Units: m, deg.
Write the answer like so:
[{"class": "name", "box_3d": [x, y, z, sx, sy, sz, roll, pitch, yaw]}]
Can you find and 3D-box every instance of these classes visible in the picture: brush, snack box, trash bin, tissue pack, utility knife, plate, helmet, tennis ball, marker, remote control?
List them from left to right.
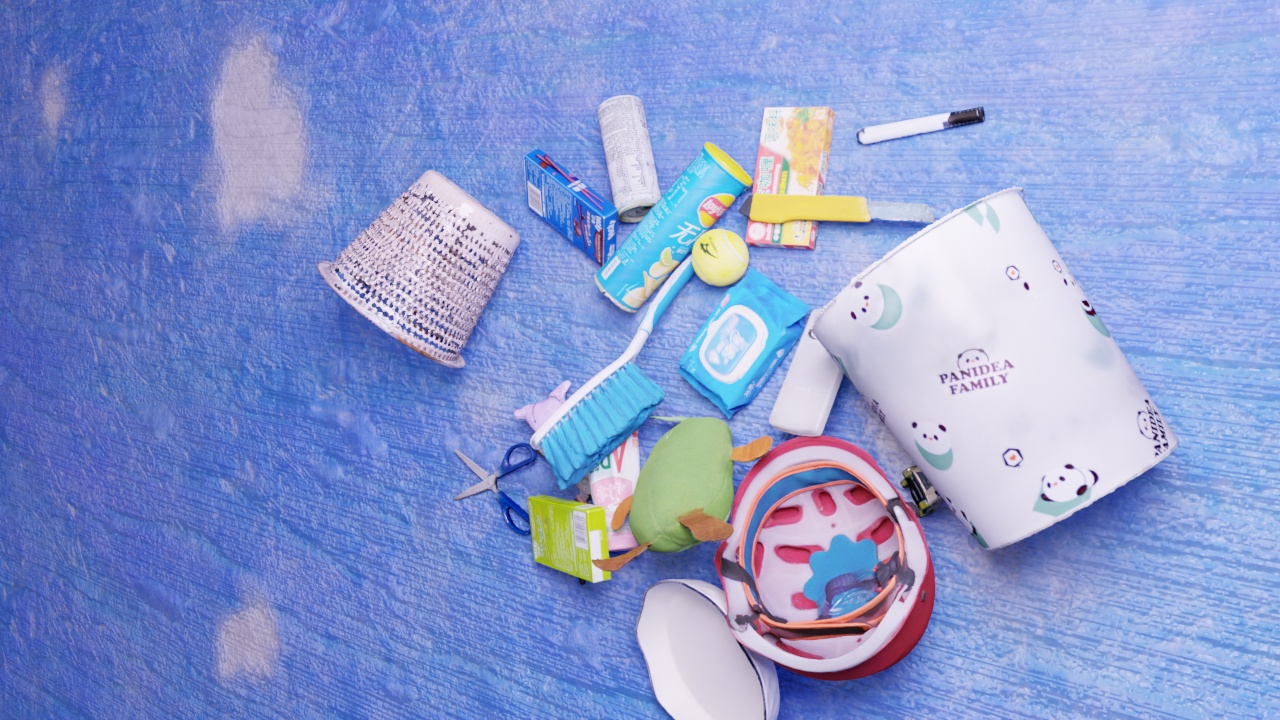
[{"class": "trash bin", "box_3d": [-0.271, -0.131, 1.199, 0.227, 0.227, 0.192, 39, 93, 28]}, {"class": "snack box", "box_3d": [-0.088, 0.212, 1.106, 0.157, 0.026, 0.086, -4, 92, 57]}, {"class": "snack box", "box_3d": [-0.089, -0.193, 1.159, 0.157, 0.026, 0.085, 41, 149, 27]}, {"class": "brush", "box_3d": [-0.006, 0.006, 1.057, 0.314, 0.060, 0.109, -42, 71, -5]}, {"class": "plate", "box_3d": [0.074, 0.329, 0.993, 0.205, 0.045, 0.205, 25, 123, 45]}, {"class": "tennis ball", "box_3d": [0.091, -0.117, 1.048, 0.066, 0.065, 0.065, -3, 85, 31]}, {"class": "tissue pack", "box_3d": [0.114, -0.021, 1.034, 0.095, 0.052, 0.157, 43, 108, 26]}, {"class": "snack box", "box_3d": [0.168, -0.205, 1.030, 0.077, 0.027, 0.156, 8, 90, 31]}, {"class": "remote control", "box_3d": [0.187, 0.011, 0.970, 0.058, 0.021, 0.149, 9, 63, 38]}, {"class": "utility knife", "box_3d": [0.205, -0.159, 0.978, 0.220, 0.015, 0.033, 9, 90, 33]}, {"class": "helmet", "box_3d": [0.193, 0.208, 0.918, 0.207, 0.144, 0.239, -22, 45, 22]}, {"class": "marker", "box_3d": [0.291, -0.246, 0.962, 0.131, 0.022, 0.018, -4, 89, 30]}, {"class": "trash bin", "box_3d": [0.315, 0.015, 0.822, 0.230, 0.229, 0.252, -38, 74, 23]}]

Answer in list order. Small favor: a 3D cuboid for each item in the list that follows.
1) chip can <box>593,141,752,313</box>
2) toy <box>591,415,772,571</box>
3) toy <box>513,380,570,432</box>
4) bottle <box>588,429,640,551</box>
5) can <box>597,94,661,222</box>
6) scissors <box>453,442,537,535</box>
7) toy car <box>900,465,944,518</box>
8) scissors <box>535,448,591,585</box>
[{"class": "chip can", "box_3d": [0.036, -0.154, 1.082, 0.211, 0.071, 0.071, -48, 65, 20]}, {"class": "toy", "box_3d": [0.046, 0.135, 0.976, 0.228, 0.246, 0.090, -27, 110, 28]}, {"class": "toy", "box_3d": [-0.100, 0.084, 1.153, 0.084, 0.039, 0.108, -35, 62, -5]}, {"class": "bottle", "box_3d": [-0.032, 0.127, 1.093, 0.068, 0.068, 0.196, -14, 74, 30]}, {"class": "can", "box_3d": [-0.013, -0.248, 1.126, 0.058, 0.058, 0.146, -17, 78, 29]}, {"class": "scissors", "box_3d": [-0.190, 0.164, 1.223, 0.176, 0.012, 0.163, 50, 119, 22]}, {"class": "toy car", "box_3d": [0.280, 0.126, 0.901, 0.035, 0.090, 0.042, -29, 68, 6]}, {"class": "scissors", "box_3d": [-0.056, 0.168, 1.144, 0.189, 0.015, 0.225, -6, 82, 30]}]
